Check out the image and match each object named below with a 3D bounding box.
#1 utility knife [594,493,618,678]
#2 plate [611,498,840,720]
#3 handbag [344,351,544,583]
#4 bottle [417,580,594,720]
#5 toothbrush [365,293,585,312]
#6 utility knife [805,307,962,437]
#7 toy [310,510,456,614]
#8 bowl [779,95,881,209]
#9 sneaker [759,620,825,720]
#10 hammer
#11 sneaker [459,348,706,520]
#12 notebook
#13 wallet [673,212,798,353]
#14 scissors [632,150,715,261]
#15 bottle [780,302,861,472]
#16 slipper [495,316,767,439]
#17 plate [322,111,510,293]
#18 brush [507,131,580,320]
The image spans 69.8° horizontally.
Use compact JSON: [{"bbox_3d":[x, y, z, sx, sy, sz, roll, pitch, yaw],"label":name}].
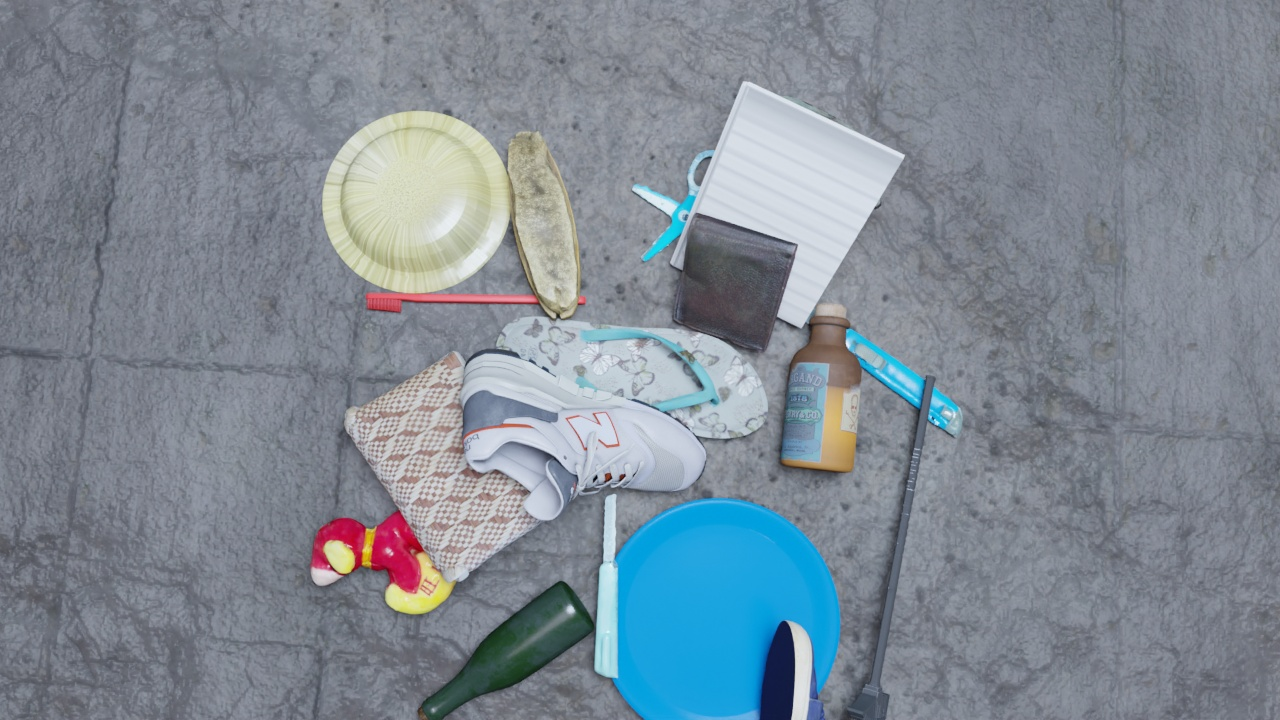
[{"bbox_3d":[-0.029,0.206,0.839,0.022,0.015,0.166,2,86,-2],"label":"utility knife"},{"bbox_3d":[0.073,0.242,0.860,0.224,0.024,0.224,0,84,-2],"label":"plate"},{"bbox_3d":[-0.172,0.095,0.838,0.124,0.047,0.186,-32,82,-19],"label":"handbag"},{"bbox_3d":[-0.127,0.273,0.836,0.174,0.055,0.055,-35,86,-4],"label":"bottle"},{"bbox_3d":[-0.160,-0.055,0.892,0.212,0.012,0.018,1,83,-2],"label":"toothbrush"},{"bbox_3d":[0.226,0.000,0.899,0.221,0.015,0.031,35,80,5],"label":"utility knife"},{"bbox_3d":[-0.228,0.174,0.842,0.137,0.067,0.105,13,76,-9],"label":"toy"},{"bbox_3d":[0.165,-0.200,0.852,0.157,0.157,0.039,31,119,2],"label":"bowl"},{"bbox_3d":[0.167,0.343,0.799,0.118,0.091,0.233,7,101,-8],"label":"sneaker"},{"bbox_3d":[0.239,0.169,0.850,0.015,0.095,0.324,8,79,30],"label":"hammer"},{"bbox_3d":[-0.057,0.088,0.804,0.239,0.089,0.124,24,40,-11],"label":"sneaker"},{"bbox_3d":[0.120,-0.129,0.816,0.142,0.210,0.009,26,48,4],"label":"notebook"},{"bbox_3d":[0.085,-0.072,0.854,0.099,0.120,0.031,21,39,14],"label":"wallet"},{"bbox_3d":[0.055,-0.141,0.910,0.139,0.011,0.134,44,84,2],"label":"scissors"},{"bbox_3d":[0.173,0.025,0.867,0.068,0.068,0.157,7,83,-1],"label":"bottle"},{"bbox_3d":[-0.005,0.005,0.872,0.269,0.055,0.098,14,79,1],"label":"slipper"},{"bbox_3d":[-0.220,-0.160,0.890,0.184,0.036,0.184,0,83,-2],"label":"plate"},{"bbox_3d":[-0.094,-0.134,0.884,0.059,0.043,0.195,-11,78,-4],"label":"brush"}]
